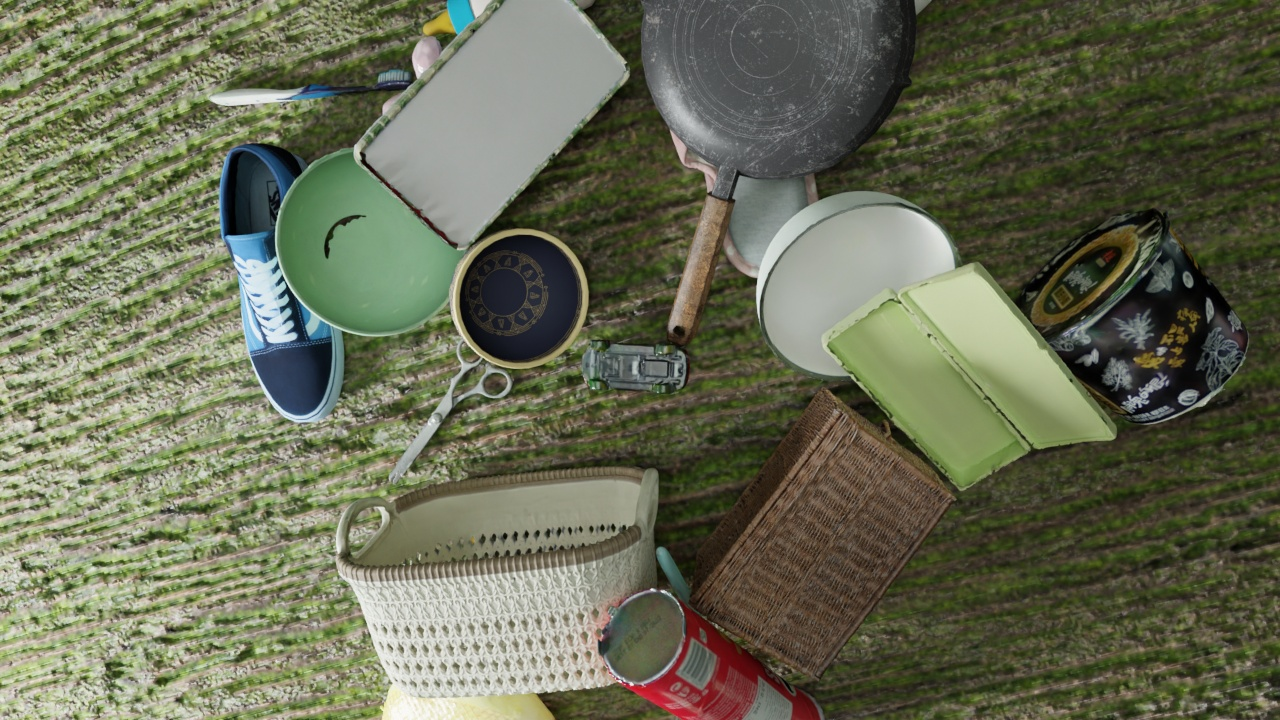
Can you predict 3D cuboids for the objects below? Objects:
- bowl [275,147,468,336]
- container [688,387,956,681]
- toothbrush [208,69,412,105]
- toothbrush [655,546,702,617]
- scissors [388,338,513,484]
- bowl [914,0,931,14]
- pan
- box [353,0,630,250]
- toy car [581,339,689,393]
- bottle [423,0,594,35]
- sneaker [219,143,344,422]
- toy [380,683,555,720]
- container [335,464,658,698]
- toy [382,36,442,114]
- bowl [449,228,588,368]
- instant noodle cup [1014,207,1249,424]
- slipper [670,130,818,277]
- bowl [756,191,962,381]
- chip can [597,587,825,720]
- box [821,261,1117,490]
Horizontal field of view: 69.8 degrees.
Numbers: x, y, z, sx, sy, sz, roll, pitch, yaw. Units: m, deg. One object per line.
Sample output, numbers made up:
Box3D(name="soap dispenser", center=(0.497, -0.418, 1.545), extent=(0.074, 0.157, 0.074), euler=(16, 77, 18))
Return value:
Box3D(name="bowl", center=(-0.225, -0.095, 0.759), extent=(0.150, 0.077, 0.151), euler=(0, 91, -27))
Box3D(name="container", center=(0.137, 0.132, 0.716), extent=(0.113, 0.113, 0.198), euler=(35, 98, 1))
Box3D(name="toothbrush", center=(-0.290, -0.238, 0.802), extent=(0.189, 0.016, 0.017), euler=(-3, 83, 8))
Box3D(name="toothbrush", center=(0.044, 0.208, 0.736), extent=(0.017, 0.016, 0.181), euler=(-13, 126, 16))
Box3D(name="scissors", center=(-0.176, 0.033, 0.804), extent=(0.170, 0.014, 0.095), euler=(-31, 91, 5))
Box3D(name="bowl", center=(0.173, -0.296, 0.690), extent=(0.116, 0.116, 0.066), euler=(30, 117, 5))
Box3D(name="pan", center=(0.073, -0.162, 0.692), extent=(0.208, 0.040, 0.358), euler=(21, 114, 11))
Box3D(name="box", center=(-0.114, -0.194, 0.716), extent=(0.117, 0.050, 0.205), euler=(42, 90, -25))
Box3D(name="toy car", center=(-0.005, 0.004, 0.766), extent=(0.091, 0.036, 0.042), euler=(2, 94, 7))
Box3D(name="bottle", center=(-0.111, -0.294, 0.755), extent=(0.146, 0.051, 0.051), euler=(-16, 91, 9))
Box3D(name="sneaker", center=(-0.316, -0.063, 0.774), extent=(0.083, 0.098, 0.241), euler=(-6, 93, 9))
Box3D(name="toy", center=(-0.148, 0.315, 0.795), extent=(0.170, 0.064, 0.155), euler=(10, 107, 13))
Box3D(name="container", center=(-0.100, 0.167, 0.724), extent=(0.246, 0.184, 0.143), euler=(-7, 103, 10))
Box3D(name="toy", center=(-0.179, -0.213, 0.772), extent=(0.063, 0.047, 0.110), euler=(31, 96, -3))
Box3D(name="bowl", center=(-0.106, -0.054, 0.759), extent=(0.112, 0.061, 0.112), euler=(-5, 103, -24))
Box3D(name="instant noodle cup", center=(0.360, -0.027, 0.673), extent=(0.112, 0.137, 0.137), euler=(41, 98, -7))
Box3D(name="slipper", center=(0.078, -0.200, 0.733), extent=(0.114, 0.054, 0.274), euler=(-16, 92, 9))
Box3D(name="bowl", center=(0.159, -0.065, 0.705), extent=(0.153, 0.072, 0.154), euler=(-4, 126, -6))
Box3D(name="chip can", center=(0.060, 0.245, 0.684), extent=(0.073, 0.073, 0.233), euler=(-37, 132, 8))
Box3D(name="box", center=(0.242, 0.014, 0.680), extent=(0.187, 0.043, 0.141), euler=(41, 135, -20))
